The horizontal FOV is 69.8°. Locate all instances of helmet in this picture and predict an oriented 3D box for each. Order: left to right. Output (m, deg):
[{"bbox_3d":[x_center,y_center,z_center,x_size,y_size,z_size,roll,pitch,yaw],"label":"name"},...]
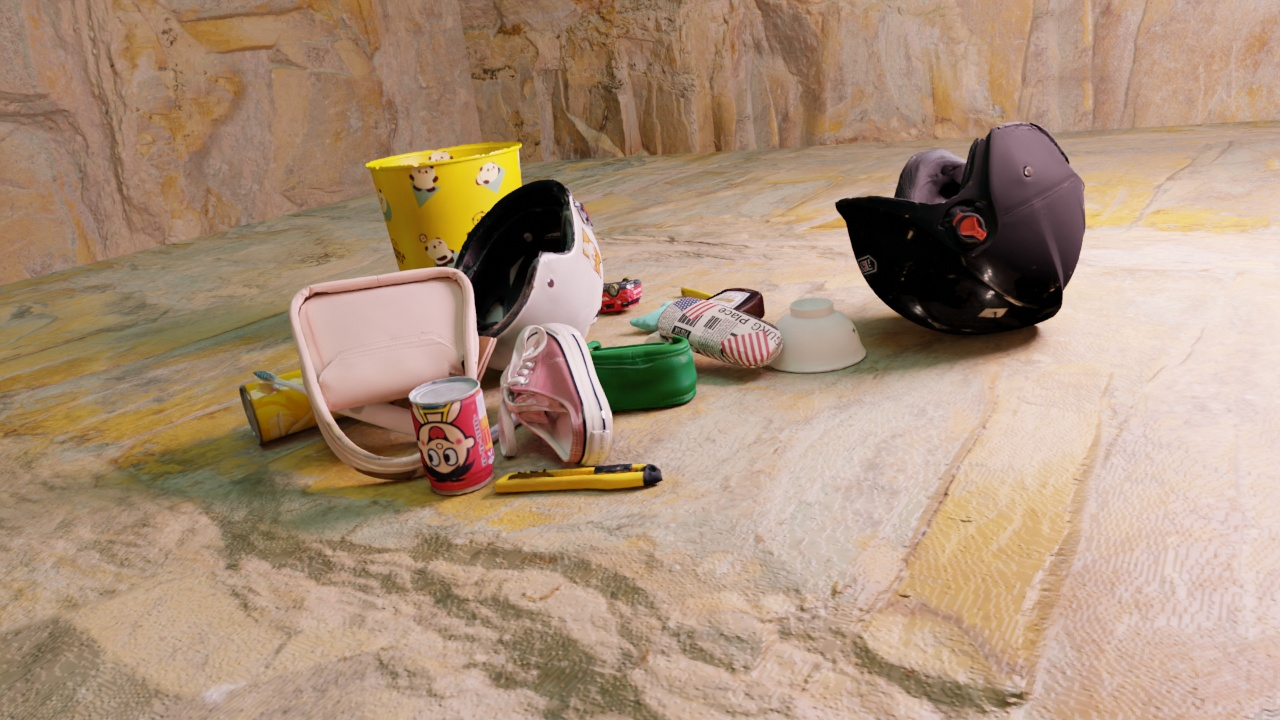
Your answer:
[{"bbox_3d":[-0.136,-0.090,1.164,0.230,0.157,0.273,-29,34,21],"label":"helmet"},{"bbox_3d":[0.365,-0.141,1.050,0.274,0.230,0.233,-8,4,-4],"label":"helmet"}]

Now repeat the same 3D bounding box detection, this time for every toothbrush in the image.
[{"bbox_3d":[-0.316,0.044,0.981,0.221,0.026,0.026,16,-15,12],"label":"toothbrush"},{"bbox_3d":[-0.128,0.059,0.983,0.021,0.029,0.188,-44,-4,36],"label":"toothbrush"},{"bbox_3d":[0.115,-0.086,1.318,0.016,0.016,0.190,-12,18,-29],"label":"toothbrush"}]

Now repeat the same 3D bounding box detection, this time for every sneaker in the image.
[{"bbox_3d":[-0.098,0.027,0.921,0.087,0.118,0.241,4,25,-20],"label":"sneaker"}]

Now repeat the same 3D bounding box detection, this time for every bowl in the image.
[{"bbox_3d":[0.198,-0.035,1.060,0.118,0.065,0.118,-8,19,2],"label":"bowl"}]

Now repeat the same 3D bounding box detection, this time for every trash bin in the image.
[{"bbox_3d":[-0.277,-0.189,1.400,0.229,0.255,0.229,-6,18,2],"label":"trash bin"}]

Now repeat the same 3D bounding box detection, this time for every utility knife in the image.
[{"bbox_3d":[-0.057,0.105,0.819,0.156,0.015,0.033,-5,16,9],"label":"utility knife"}]

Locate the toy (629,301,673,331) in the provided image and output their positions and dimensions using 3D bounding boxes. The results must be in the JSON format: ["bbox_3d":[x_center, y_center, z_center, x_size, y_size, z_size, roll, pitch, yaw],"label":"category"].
[{"bbox_3d":[0.044,-0.062,1.255,0.096,0.030,0.091,6,25,21],"label":"toy"}]

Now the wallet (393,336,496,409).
[{"bbox_3d":[-0.221,0.020,1.031,0.101,0.020,0.115,4,64,32],"label":"wallet"}]

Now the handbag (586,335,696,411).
[{"bbox_3d":[-0.006,0.006,1.011,0.131,0.068,0.120,-7,18,2],"label":"handbag"}]

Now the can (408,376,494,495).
[{"bbox_3d":[-0.172,0.069,0.847,0.066,0.094,0.066,-7,19,2],"label":"can"}]

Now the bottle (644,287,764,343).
[{"bbox_3d":[0.080,-0.046,1.173,0.080,0.044,0.194,9,25,41],"label":"bottle"}]

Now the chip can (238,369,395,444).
[{"bbox_3d":[-0.346,0.031,1.066,0.212,0.072,0.072,-18,21,-29],"label":"chip can"}]

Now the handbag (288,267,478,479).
[{"bbox_3d":[-0.252,0.018,0.941,0.193,0.093,0.234,-12,52,-12],"label":"handbag"}]

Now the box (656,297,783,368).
[{"bbox_3d":[0.091,-0.030,1.062,0.164,0.052,0.068,25,46,38],"label":"box"}]

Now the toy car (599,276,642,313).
[{"bbox_3d":[-0.053,-0.095,1.366,0.121,0.045,0.052,-2,16,35],"label":"toy car"}]
